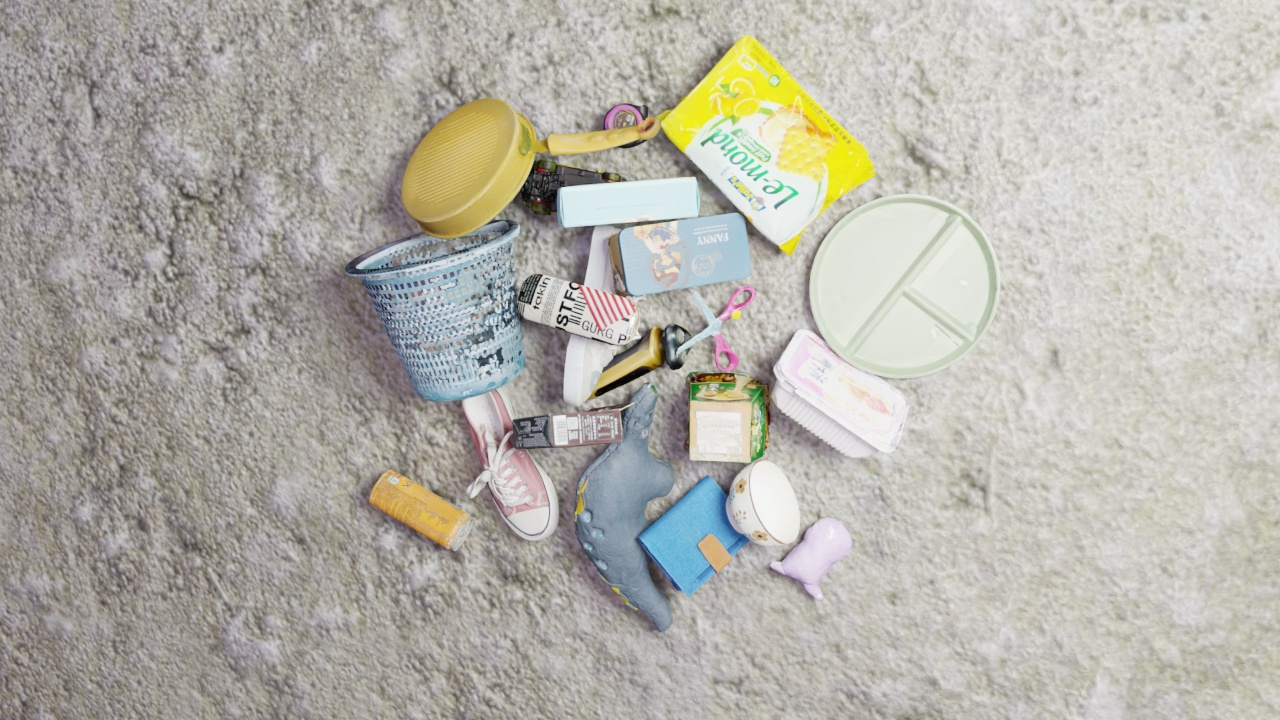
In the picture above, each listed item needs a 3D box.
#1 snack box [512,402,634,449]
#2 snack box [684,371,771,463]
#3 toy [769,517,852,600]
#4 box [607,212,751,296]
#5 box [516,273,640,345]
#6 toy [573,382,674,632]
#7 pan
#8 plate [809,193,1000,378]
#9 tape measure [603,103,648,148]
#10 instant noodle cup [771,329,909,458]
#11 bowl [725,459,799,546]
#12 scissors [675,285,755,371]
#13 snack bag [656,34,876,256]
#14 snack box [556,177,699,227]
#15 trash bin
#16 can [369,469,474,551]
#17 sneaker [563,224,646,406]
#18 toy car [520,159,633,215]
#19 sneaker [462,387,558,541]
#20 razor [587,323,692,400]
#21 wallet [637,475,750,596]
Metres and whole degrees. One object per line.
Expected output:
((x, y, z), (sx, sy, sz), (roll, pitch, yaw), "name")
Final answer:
((-0.087, 0.086, 1.196), (0.113, 0.125, 0.053), (-12, 80, 58), "snack box")
((0.106, 0.080, 1.188), (0.118, 0.105, 0.118), (1, 98, 13), "snack box")
((0.238, 0.260, 1.223), (0.084, 0.039, 0.108), (37, 99, 1), "toy")
((0.054, -0.133, 1.154), (0.184, 0.062, 0.090), (-13, 96, -15), "box")
((-0.079, -0.064, 1.141), (0.164, 0.060, 0.072), (14, 67, 18), "box")
((-0.021, 0.203, 1.246), (0.138, 0.091, 0.356), (-1, 101, 0), "toy")
((-0.146, -0.258, 1.154), (0.358, 0.078, 0.197), (-14, 58, 28), "pan")
((0.329, -0.092, 1.151), (0.230, 0.027, 0.230), (2, 99, 12), "plate")
((-0.018, -0.303, 1.186), (0.058, 0.039, 0.057), (0, 99, 7), "tape measure")
((0.242, 0.050, 1.148), (0.173, 0.137, 0.060), (34, 126, 6), "instant noodle cup")
((0.152, 0.191, 1.199), (0.062, 0.113, 0.113), (-25, 93, 34), "bowl")
((0.102, -0.043, 1.194), (0.133, 0.017, 0.133), (-35, 121, -9), "scissors")
((0.155, -0.269, 1.138), (0.158, 0.068, 0.246), (-44, 88, 15), "snack bag")
((-0.017, -0.200, 1.158), (0.175, 0.074, 0.051), (-5, 100, -6), "snack box")
((-0.246, -0.061, 1.202), (0.227, 0.226, 0.195), (-7, 110, 13), "trash bin")
((-0.317, 0.216, 1.327), (0.146, 0.058, 0.058), (29, 104, 6), "can")
((-0.039, -0.054, 1.208), (0.091, 0.089, 0.242), (13, 92, 2), "sneaker")
((-0.082, -0.220, 1.210), (0.156, 0.041, 0.071), (9, 101, 0), "toy car")
((-0.190, 0.146, 1.272), (0.118, 0.087, 0.241), (-21, 93, 14), "sneaker")
((-0.007, 0.007, 1.229), (0.168, 0.062, 0.067), (-29, 64, 20), "razor")
((0.077, 0.234, 1.224), (0.133, 0.040, 0.106), (-39, 90, -16), "wallet")
